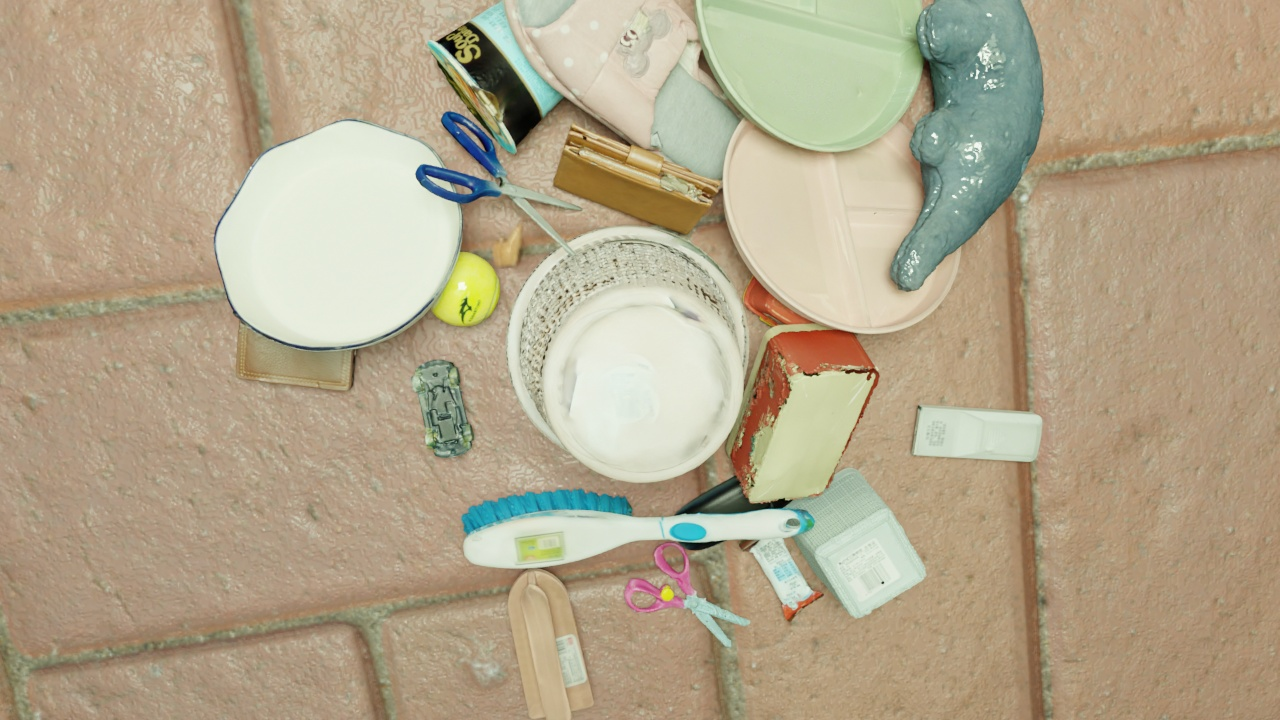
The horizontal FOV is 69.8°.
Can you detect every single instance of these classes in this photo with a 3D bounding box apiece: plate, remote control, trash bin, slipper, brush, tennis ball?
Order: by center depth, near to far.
[{"bbox_3d":[0.003,-0.232,0.737,0.274,0.054,0.114,37,85,-36],"label":"slipper"},{"bbox_3d":[-0.245,-0.099,0.762,0.205,0.045,0.204,-1,72,4],"label":"plate"},{"bbox_3d":[-0.005,0.004,0.765,0.227,0.192,0.227,-1,100,-4],"label":"trash bin"},{"bbox_3d":[0.142,-0.286,0.767,0.230,0.027,0.230,1,88,-24],"label":"plate"},{"bbox_3d":[0.171,-0.128,0.786,0.229,0.028,0.229,6,71,-19],"label":"plate"},{"bbox_3d":[-0.156,-0.062,0.803,0.065,0.065,0.065,-1,100,-4],"label":"tennis ball"},{"bbox_3d":[-0.009,0.150,0.831,0.314,0.109,0.060,-6,98,-3],"label":"brush"},{"bbox_3d":[-0.088,0.266,0.865,0.063,0.073,0.146,-11,99,-2],"label":"brush"},{"bbox_3d":[0.094,0.139,0.879,0.136,0.024,0.053,-29,99,0],"label":"remote control"},{"bbox_3d":[0.325,0.071,0.886,0.125,0.024,0.049,4,99,-4],"label":"remote control"}]

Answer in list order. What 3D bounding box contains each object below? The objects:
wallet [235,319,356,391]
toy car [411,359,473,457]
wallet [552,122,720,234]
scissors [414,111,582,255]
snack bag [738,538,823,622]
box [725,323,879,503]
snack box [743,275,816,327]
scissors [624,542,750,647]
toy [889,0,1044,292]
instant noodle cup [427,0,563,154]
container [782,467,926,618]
[{"bbox_3d":[-0.301,-0.036,0.817,0.101,0.032,0.124,7,100,-9],"label":"wallet"},{"bbox_3d":[-0.179,0.043,0.837,0.043,0.034,0.090,-12,99,0],"label":"toy car"},{"bbox_3d":[-0.006,-0.151,0.780,0.132,0.108,0.031,18,79,-7],"label":"wallet"},{"bbox_3d":[-0.120,-0.149,0.773,0.176,0.162,0.012,51,123,13],"label":"scissors"},{"bbox_3d":[0.138,0.205,0.894,0.048,0.026,0.104,-35,100,-4],"label":"snack bag"},{"bbox_3d":[0.138,0.054,0.797,0.091,0.076,0.169,-4,135,-16],"label":"box"},{"bbox_3d":[0.149,-0.059,0.820,0.091,0.080,0.082,28,96,-8],"label":"snack box"},{"bbox_3d":[0.055,0.228,0.900,0.137,0.017,0.093,23,91,-12],"label":"scissors"},{"bbox_3d":[0.280,-0.227,0.783,0.137,0.091,0.356,7,85,-23],"label":"toy"},{"bbox_3d":[-0.094,-0.252,0.759,0.120,0.111,0.111,-40,101,-5],"label":"instant noodle cup"},{"bbox_3d":[0.197,0.169,0.849,0.090,0.111,0.090,-32,100,2],"label":"container"}]
